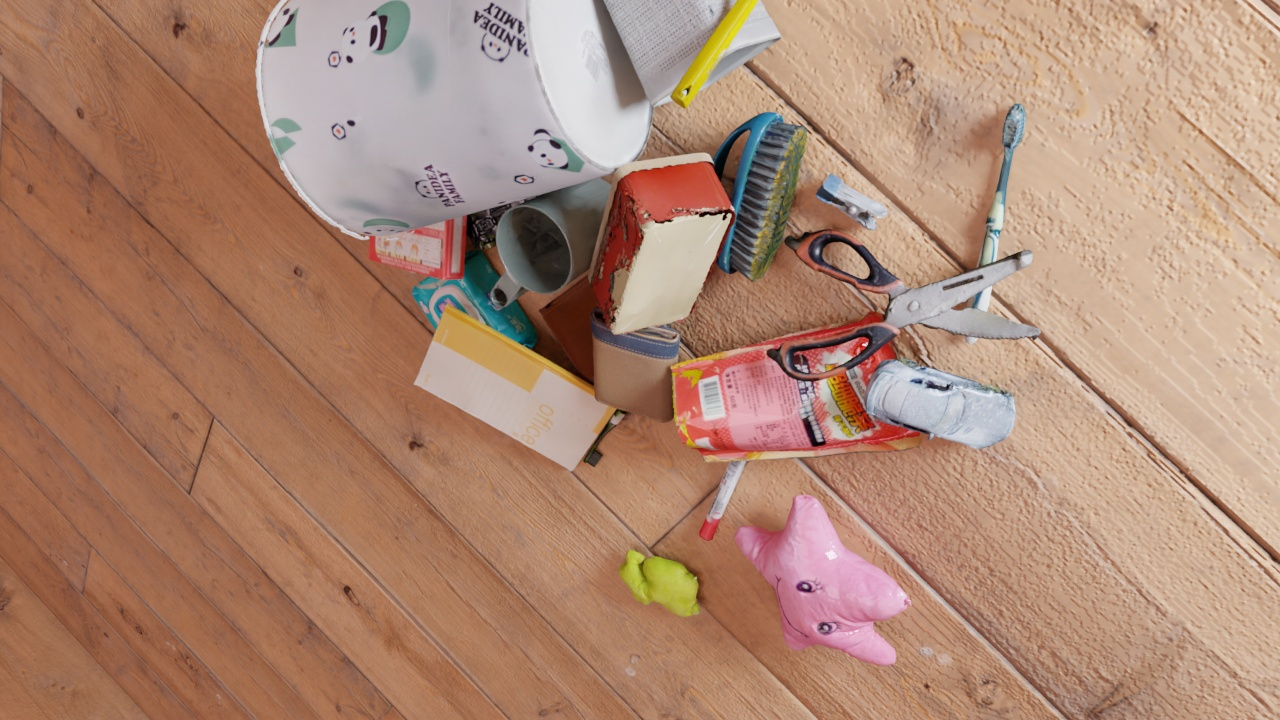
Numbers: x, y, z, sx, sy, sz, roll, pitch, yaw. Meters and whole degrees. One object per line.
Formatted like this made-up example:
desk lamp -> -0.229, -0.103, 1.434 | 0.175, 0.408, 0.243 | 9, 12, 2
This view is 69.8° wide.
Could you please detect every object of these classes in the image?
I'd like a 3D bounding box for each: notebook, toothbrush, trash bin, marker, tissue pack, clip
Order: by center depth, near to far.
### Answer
toothbrush -> 0.080, -0.258, 0.640 | 0.015, 0.190, 0.016 | 35, 177, -10
toothbrush -> 0.264, -0.096, 0.689 | 0.016, 0.018, 0.192 | 17, 124, 27
clip -> 0.169, -0.126, 0.732 | 0.058, 0.025, 0.036 | 36, 137, 5
trash bin -> -0.140, -0.229, 0.763 | 0.252, 0.228, 0.230 | -4, 113, 29
marker -> 0.087, 0.132, 0.940 | 0.017, 0.017, 0.146 | 30, 129, 17
toothbrush -> -0.019, 0.057, 0.973 | 0.017, 0.012, 0.186 | 37, 131, 3
notebook -> -0.137, 0.034, 0.994 | 0.206, 0.010, 0.146 | 30, 136, -5
tissue pack -> -0.179, -0.046, 0.997 | 0.093, 0.050, 0.133 | -30, 97, 40

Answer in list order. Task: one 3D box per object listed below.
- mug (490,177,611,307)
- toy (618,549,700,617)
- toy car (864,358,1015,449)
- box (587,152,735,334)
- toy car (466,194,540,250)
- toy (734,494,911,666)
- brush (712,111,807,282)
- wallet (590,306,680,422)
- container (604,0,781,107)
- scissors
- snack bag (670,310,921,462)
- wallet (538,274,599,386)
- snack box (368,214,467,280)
mug -> -0.080, -0.108, 0.859 | 0.083, 0.103, 0.124 | 47, 133, 2
toy -> 0.022, 0.253, 1.045 | 0.100, 0.031, 0.096 | -28, 96, 41
toy car -> 0.244, 0.037, 0.750 | 0.120, 0.036, 0.054 | 16, 114, 4
box -> 0.015, -0.087, 0.772 | 0.169, 0.091, 0.078 | 111, 142, -59
toy car -> -0.132, -0.147, 0.920 | 0.105, 0.032, 0.048 | -18, 105, 30
toy -> 0.179, 0.213, 0.884 | 0.179, 0.074, 0.194 | -9, 111, 46
brush -> 0.088, -0.138, 0.760 | 0.073, 0.055, 0.144 | 29, 129, 22
wallet -> -0.005, 0.005, 0.892 | 0.090, 0.033, 0.115 | 16, 135, 15
container -> 0.032, -0.271, 0.700 | 0.090, 0.090, 0.114 | -23, 98, 40
scissors -> 0.195, -0.043, 0.730 | 0.226, 0.015, 0.189 | 43, 112, 29
snack bag -> 0.134, 0.034, 0.824 | 0.208, 0.073, 0.128 | -12, 108, 26
wallet -> -0.039, -0.035, 0.922 | 0.125, 0.032, 0.101 | -30, 99, 42
snack box -> -0.236, -0.133, 0.964 | 0.153, 0.025, 0.075 | 17, 106, 43
